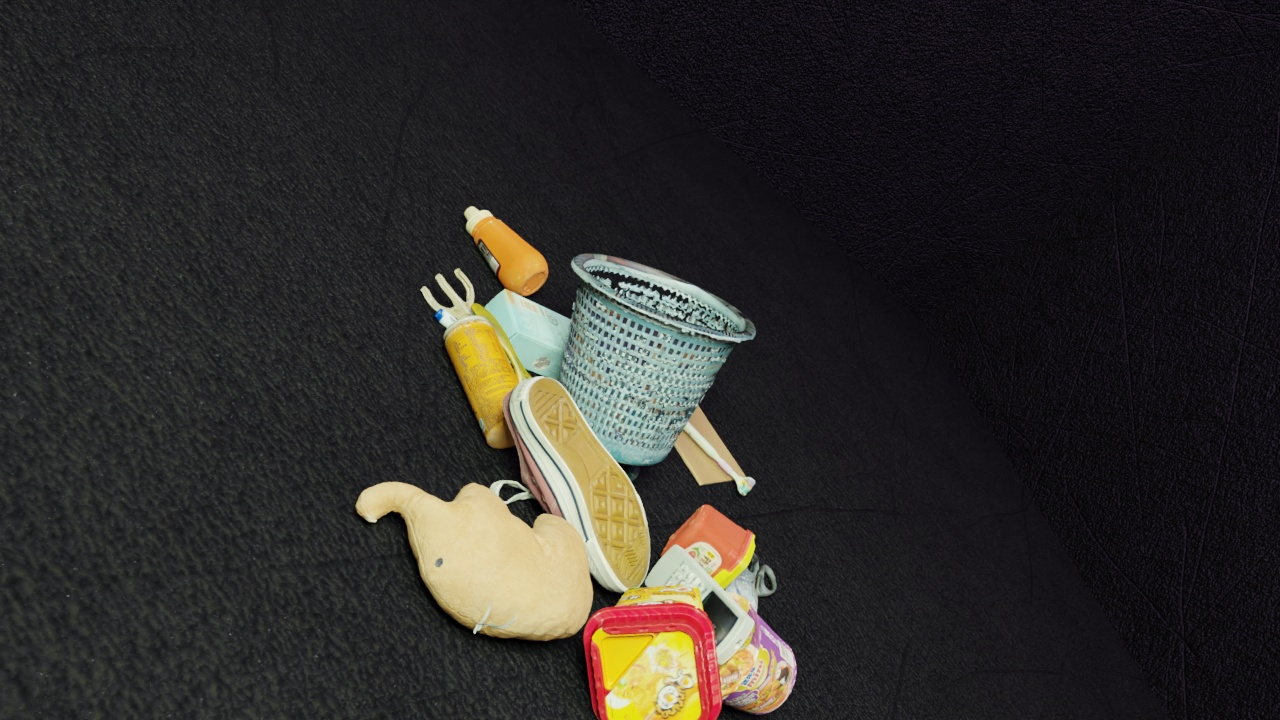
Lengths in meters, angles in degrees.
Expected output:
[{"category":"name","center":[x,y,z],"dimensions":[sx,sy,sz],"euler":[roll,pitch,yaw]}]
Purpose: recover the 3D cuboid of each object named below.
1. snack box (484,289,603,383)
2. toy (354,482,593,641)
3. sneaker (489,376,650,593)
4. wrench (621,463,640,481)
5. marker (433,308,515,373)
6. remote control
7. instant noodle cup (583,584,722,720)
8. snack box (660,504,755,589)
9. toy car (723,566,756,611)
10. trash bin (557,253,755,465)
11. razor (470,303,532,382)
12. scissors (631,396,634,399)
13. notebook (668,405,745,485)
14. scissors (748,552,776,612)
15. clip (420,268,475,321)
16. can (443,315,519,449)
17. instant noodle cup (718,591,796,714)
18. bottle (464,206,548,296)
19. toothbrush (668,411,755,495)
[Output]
[{"category":"snack box","center":[-0.117,-0.021,1.159],"dimensions":[0.174,0.052,0.074],"euler":[24,34,-45]},{"category":"toy","center":[-0.135,0.170,0.792],"dimensions":[0.226,0.083,0.143],"euler":[29,26,-31]},{"category":"sneaker","center":[-0.075,0.131,0.932],"dimensions":[0.118,0.088,0.241],"euler":[-40,105,-48]},{"category":"wrench","center":[-0.041,0.059,1.214],"dimensions":[0.056,0.016,0.273],"euler":[32,28,-35]},{"category":"marker","center":[-0.181,-0.009,1.069],"dimensions":[0.146,0.017,0.016],"euler":[42,23,-14]},{"category":"remote control","center":[0.058,0.251,0.956],"dimensions":[0.021,0.058,0.150],"euler":[40,-2,-35]},{"category":"instant noodle cup","center":[0.017,0.265,0.844],"dimensions":[0.123,0.116,0.116],"euler":[-39,123,-79]},{"category":"snack box","center":[0.077,0.222,1.070],"dimensions":[0.080,0.091,0.081],"euler":[41,23,3]},{"category":"toy car","center":[0.114,0.271,1.120],"dimensions":[0.049,0.031,0.105],"euler":[23,33,-23]},{"category":"trash bin","center":[-0.006,0.006,1.080],"dimensions":[0.226,0.195,0.226],"euler":[21,17,-7]},{"category":"razor","center":[-0.158,-0.011,1.059],"dimensions":[0.043,0.028,0.132],"euler":[-28,86,-37]},{"category":"scissors","center":[-0.020,0.032,1.241],"dimensions":[0.108,0.017,0.135],"euler":[62,-1,2]},{"category":"notebook","center":[0.067,0.094,1.362],"dimensions":[0.147,0.008,0.207],"euler":[5,47,-59]},{"category":"scissors","center":[0.134,0.295,1.155],"dimensions":[0.175,0.014,0.133],"euler":[5,48,-55]},{"category":"clip","center":[-0.210,-0.067,1.091],"dimensions":[0.102,0.035,0.094],"euler":[43,24,-24]},{"category":"can","center":[-0.164,0.023,0.995],"dimensions":[0.058,0.058,0.146],"euler":[15,39,-53]},{"category":"instant noodle cup","center":[0.102,0.313,0.956],"dimensions":[0.099,0.112,0.111],"euler":[43,21,-36]},{"category":"bottle","center":[-0.189,-0.154,1.241],"dimensions":[0.149,0.067,0.066],"euler":[47,21,18]},{"category":"toothbrush","center":[0.093,0.120,1.328],"dimensions":[0.189,0.029,0.020],"euler":[46,-19,-3]}]
